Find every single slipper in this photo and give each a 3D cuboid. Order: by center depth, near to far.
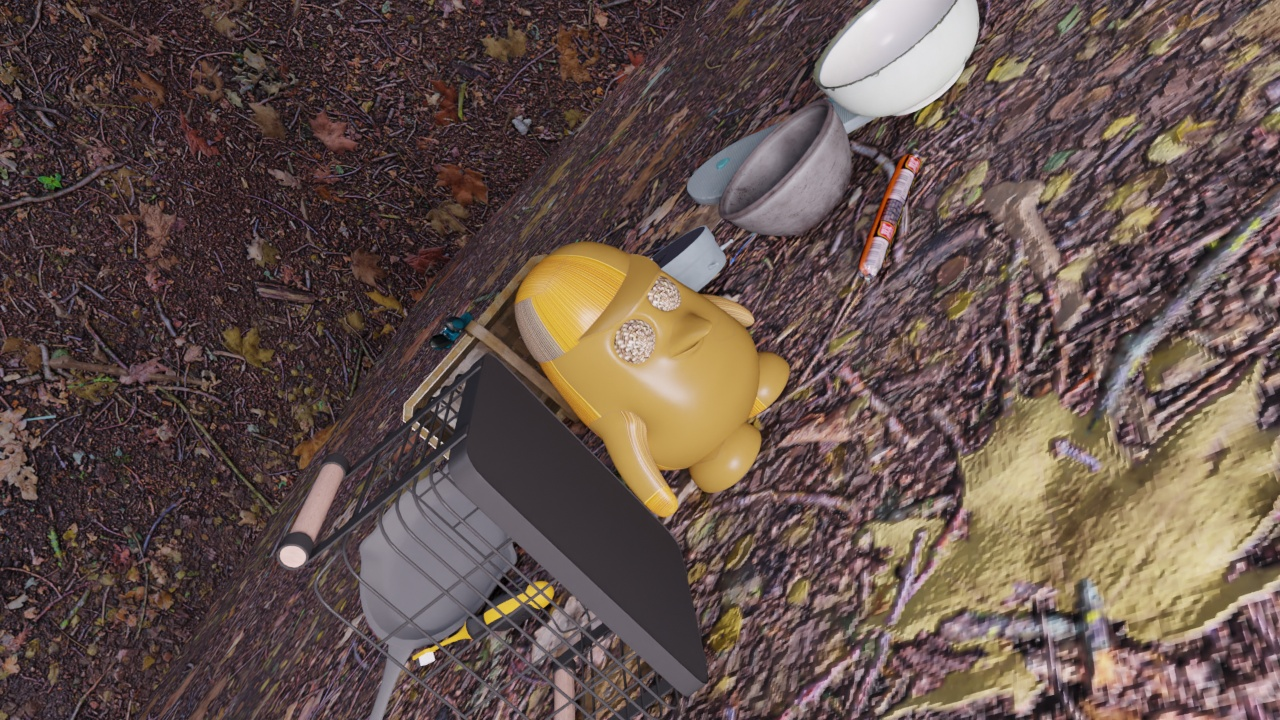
[{"bbox_3d":[0.166,-0.220,0.982,0.270,0.055,0.098,-22,34,36],"label":"slipper"}]

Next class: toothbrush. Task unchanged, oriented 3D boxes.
[{"bbox_3d":[-0.146,0.240,0.827,0.197,0.031,0.030,-34,67,32],"label":"toothbrush"}]

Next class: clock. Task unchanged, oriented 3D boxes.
[{"bbox_3d":[0.024,-0.087,1.002,0.160,0.045,0.122,-32,13,30],"label":"clock"}]

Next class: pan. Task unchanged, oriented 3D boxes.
[{"bbox_3d":[-0.224,0.258,0.930,0.217,0.024,0.353,-2,58,32],"label":"pan"}]

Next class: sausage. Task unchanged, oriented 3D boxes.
[{"bbox_3d":[0.199,-0.117,0.730,0.020,0.020,0.155,-26,30,52],"label":"sausage"}]

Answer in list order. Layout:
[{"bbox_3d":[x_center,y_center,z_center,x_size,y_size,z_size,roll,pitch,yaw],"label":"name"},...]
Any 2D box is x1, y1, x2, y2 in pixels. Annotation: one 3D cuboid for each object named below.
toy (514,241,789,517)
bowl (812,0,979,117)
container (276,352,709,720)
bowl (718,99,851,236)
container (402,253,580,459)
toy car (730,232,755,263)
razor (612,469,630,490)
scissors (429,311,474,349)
[{"bbox_3d":[0.002,-0.009,0.689,0.163,0.203,0.198,-26,30,52],"label":"toy"},{"bbox_3d":[0.242,-0.279,0.838,0.154,0.073,0.153,-36,27,22],"label":"bowl"},{"bbox_3d":[-0.080,0.131,0.577,0.130,0.241,0.162,-39,20,11],"label":"container"},{"bbox_3d":[0.148,-0.171,0.876,0.145,0.067,0.144,-44,19,20],"label":"bowl"},{"bbox_3d":[-0.137,0.014,1.039,0.249,0.157,0.186,-51,9,-8],"label":"container"},{"bbox_3d":[0.130,-0.145,0.963,0.092,0.062,0.033,-18,24,3],"label":"toy car"},{"bbox_3d":[-0.020,0.133,0.764,0.043,0.026,0.105,-35,28,36],"label":"razor"},{"bbox_3d":[-0.210,-0.028,1.005,0.130,0.019,0.137,-44,6,48],"label":"scissors"}]
